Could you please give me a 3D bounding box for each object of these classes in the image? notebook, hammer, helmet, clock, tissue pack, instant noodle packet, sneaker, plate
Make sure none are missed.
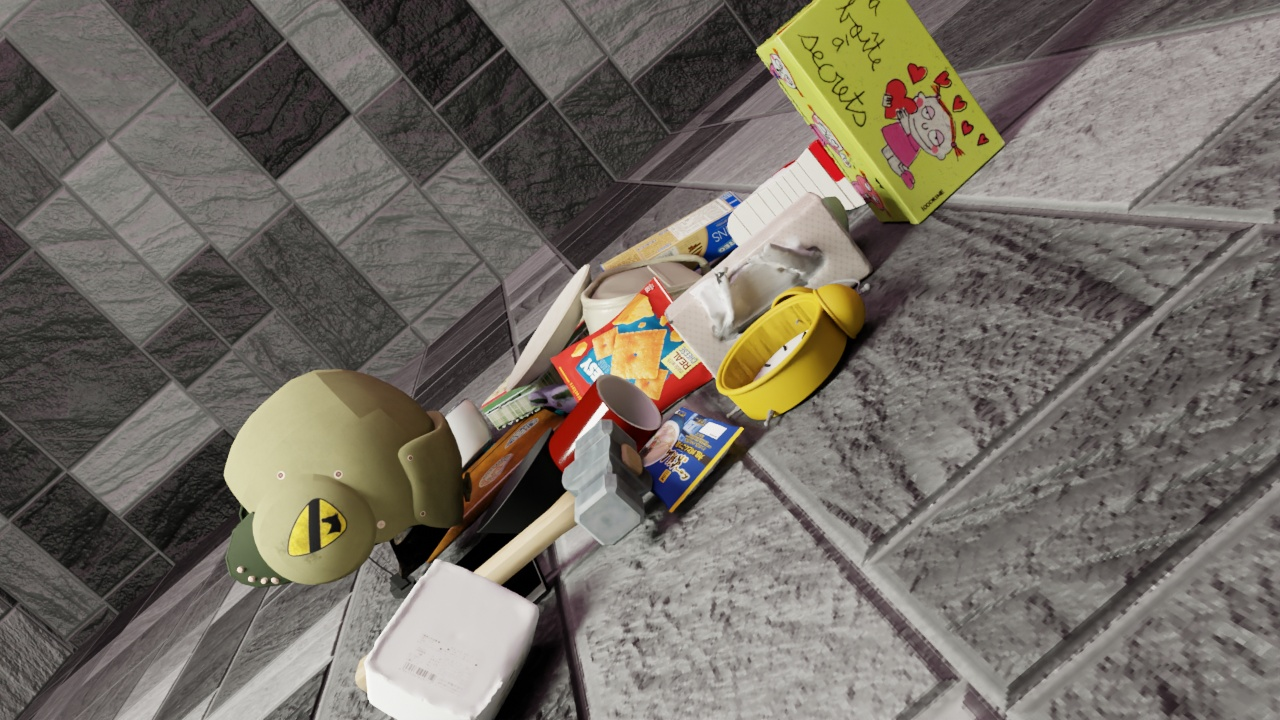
[{"bbox_3d":[-0.161,0.228,0.868,0.149,0.016,0.207,-42,15,-6],"label":"notebook"},{"bbox_3d":[-0.124,0.181,0.780,0.323,0.051,0.117,-41,20,13],"label":"hammer"},{"bbox_3d":[-0.293,0.135,0.946,0.232,0.255,0.250,-47,17,-10],"label":"helmet"},{"bbox_3d":[0.128,-0.013,0.773,0.151,0.052,0.114,-49,17,-12],"label":"clock"},{"bbox_3d":[-0.192,0.144,1.178,0.249,0.014,0.178,-44,16,-12],"label":"notebook"},{"bbox_3d":[0.115,-0.067,0.851,0.181,0.104,0.071,-37,18,11],"label":"tissue pack"},{"bbox_3d":[0.033,0.081,0.782,0.087,0.026,0.134,-48,16,-9],"label":"instant noodle packet"},{"bbox_3d":[0.214,-0.212,1.069,0.237,0.090,0.104,-34,10,38],"label":"sneaker"},{"bbox_3d":[-0.107,-0.035,1.155,0.189,0.027,0.188,-54,12,16],"label":"plate"}]

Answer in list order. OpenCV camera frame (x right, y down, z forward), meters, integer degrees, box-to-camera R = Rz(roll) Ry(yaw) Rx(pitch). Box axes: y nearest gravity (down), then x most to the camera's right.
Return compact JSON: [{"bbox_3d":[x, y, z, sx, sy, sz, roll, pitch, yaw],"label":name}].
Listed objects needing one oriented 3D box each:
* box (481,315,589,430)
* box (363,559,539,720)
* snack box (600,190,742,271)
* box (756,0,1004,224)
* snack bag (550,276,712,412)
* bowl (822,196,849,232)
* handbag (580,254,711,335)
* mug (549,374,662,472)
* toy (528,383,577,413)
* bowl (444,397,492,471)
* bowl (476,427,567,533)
[{"bbox_3d":[-0.135,0.013,1.301,0.118,0.050,0.204,-25,16,36],"label":"box"},{"bbox_3d":[-0.146,0.240,0.697,0.109,0.103,0.130,-58,-14,-49],"label":"box"},{"bbox_3d":[0.052,-0.147,1.228,0.207,0.057,0.056,-29,35,0],"label":"snack box"},{"bbox_3d":[0.225,-0.250,0.869,0.124,0.221,0.082,-40,16,-4],"label":"box"},{"bbox_3d":[-0.006,0.005,0.946,0.144,0.130,0.039,-38,-23,10],"label":"snack bag"},{"bbox_3d":[0.168,-0.112,0.916,0.106,0.039,0.106,-32,-19,-12],"label":"bowl"},{"bbox_3d":[0.026,-0.050,1.100,0.184,0.132,0.229,-17,18,-5],"label":"handbag"},{"bbox_3d":[-0.023,0.068,0.868,0.105,0.073,0.083,5,-49,-51],"label":"mug"},{"bbox_3d":[-0.095,0.046,1.131,0.080,0.036,0.100,-2,2,-15],"label":"toy"},{"bbox_3d":[-0.257,0.115,1.280,0.116,0.065,0.116,-47,0,0],"label":"bowl"},{"bbox_3d":[-0.103,0.131,0.901,0.124,0.052,0.124,-53,7,8],"label":"bowl"}]
